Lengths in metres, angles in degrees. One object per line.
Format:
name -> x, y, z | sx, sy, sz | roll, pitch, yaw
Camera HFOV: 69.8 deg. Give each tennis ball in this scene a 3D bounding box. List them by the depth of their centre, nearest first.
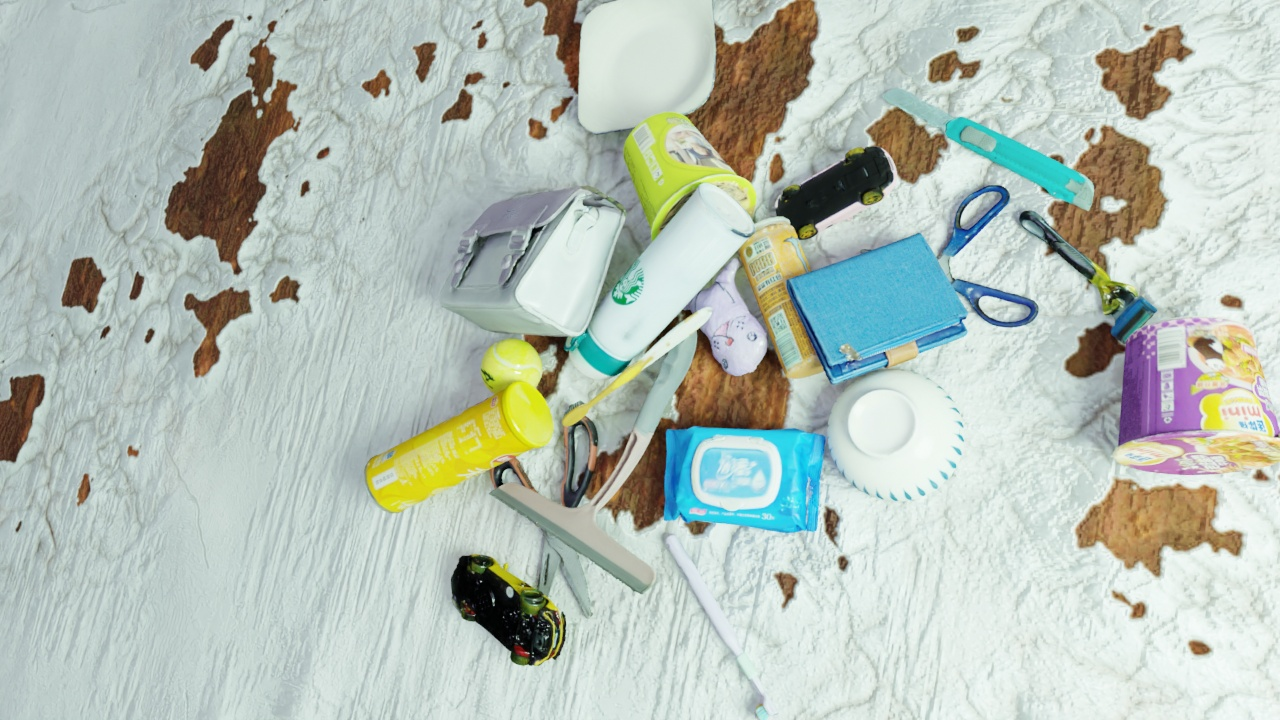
tennis ball -> -0.137, 0.009, 0.978 | 0.066, 0.065, 0.065 | -7, 74, 24

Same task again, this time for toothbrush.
toothbrush -> 0.070, 0.242, 0.846 | 0.021, 0.029, 0.189 | -19, 61, -23
toothbrush -> -0.005, 0.005, 0.905 | 0.192, 0.016, 0.018 | -38, 34, 14

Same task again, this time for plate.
plate -> 0.010, -0.327, 1.009 | 0.164, 0.034, 0.163 | -5, 75, 25

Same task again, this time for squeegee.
squeegee -> -0.005, 0.073, 0.895 | 0.248, 0.040, 0.249 | 21, 77, 48

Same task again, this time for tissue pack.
tissue pack -> 0.090, 0.108, 0.850 | 0.157, 0.052, 0.095 | 0, 77, 26

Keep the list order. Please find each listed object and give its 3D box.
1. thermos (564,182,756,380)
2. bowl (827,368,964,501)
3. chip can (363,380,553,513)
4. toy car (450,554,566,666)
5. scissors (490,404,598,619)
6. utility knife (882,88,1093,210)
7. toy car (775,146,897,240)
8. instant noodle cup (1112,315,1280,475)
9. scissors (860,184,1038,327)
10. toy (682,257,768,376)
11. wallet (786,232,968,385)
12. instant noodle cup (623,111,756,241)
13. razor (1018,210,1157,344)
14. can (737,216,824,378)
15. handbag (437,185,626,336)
thermos -> 0.011, -0.068, 0.886 | 0.225, 0.073, 0.073 | -47, 61, 29
bowl -> 0.215, 0.061, 0.793 | 0.117, 0.066, 0.116 | -7, 74, 24
chip can -> -0.194, 0.095, 0.967 | 0.214, 0.072, 0.072 | -27, 67, 25
toy car -> -0.136, 0.246, 0.924 | 0.156, 0.041, 0.071 | 21, 105, 39
scissors -> -0.091, 0.154, 0.949 | 0.227, 0.015, 0.189 | 44, 98, 27
utility knife -> 0.314, -0.199, 0.840 | 0.223, 0.013, 0.029 | 38, 95, 28
toy car -> 0.187, -0.159, 0.880 | 0.123, 0.037, 0.056 | -26, 69, 31
instant noodle cup -> 0.414, 0.026, 0.688 | 0.112, 0.111, 0.099 | -3, 66, 25
scissors -> 0.281, -0.079, 0.827 | 0.173, 0.012, 0.162 | -48, 61, 10
toy -> 0.088, -0.037, 0.892 | 0.084, 0.038, 0.108 | -42, 61, 34
wallet -> 0.208, -0.046, 0.808 | 0.133, 0.040, 0.106 | -20, 70, -4
instant noodle cup -> 0.041, -0.182, 0.923 | 0.112, 0.111, 0.123 | -35, 56, 14
razor -> 0.374, -0.079, 0.777 | 0.142, 0.022, 0.043 | 56, 147, 29
can -> 0.139, -0.058, 0.859 | 0.058, 0.058, 0.146 | -24, 72, 19
handbag -> -0.117, -0.104, 0.945 | 0.197, 0.098, 0.144 | 5, 66, 55
